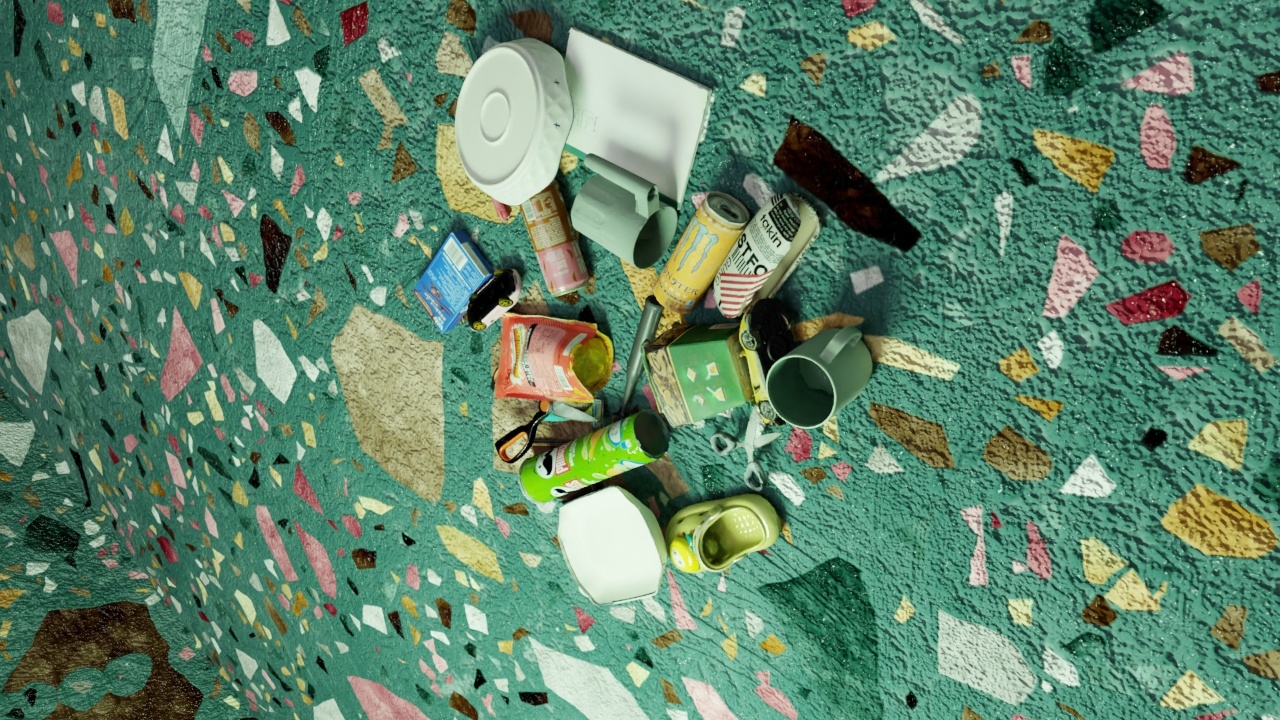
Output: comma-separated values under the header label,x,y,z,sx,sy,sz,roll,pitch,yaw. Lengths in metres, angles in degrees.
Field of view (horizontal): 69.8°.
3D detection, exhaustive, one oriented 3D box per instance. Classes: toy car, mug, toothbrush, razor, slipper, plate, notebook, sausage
label,x,y,z,sx,sy,sz,roll,pitch,yaw
toy car,0.151,0.001,1.046,0.041,0.071,0.156,7,120,52
mug,-0.021,-0.181,1.090,0.103,0.083,0.124,33,151,26
mug,0.202,0.006,0.987,0.082,0.106,0.112,40,130,19
toothbrush,-0.007,0.007,1.214,0.026,0.027,0.213,-111,32,-48
razor,-0.102,0.078,1.323,0.133,0.028,0.043,-5,82,41
slipper,0.094,0.232,1.200,0.191,0.081,0.091,-30,87,41
plate,-0.166,-0.301,1.149,0.205,0.045,0.205,1,91,45
notebook,-0.018,-0.289,1.095,0.209,0.012,0.151,32,128,24
toy car,-0.209,-0.087,1.322,0.123,0.037,0.056,-34,57,39
plate,-0.039,0.265,1.320,0.267,0.034,0.162,-33,77,54
sausage,-0.210,-0.263,1.260,0.020,0.020,0.156,-9,104,41

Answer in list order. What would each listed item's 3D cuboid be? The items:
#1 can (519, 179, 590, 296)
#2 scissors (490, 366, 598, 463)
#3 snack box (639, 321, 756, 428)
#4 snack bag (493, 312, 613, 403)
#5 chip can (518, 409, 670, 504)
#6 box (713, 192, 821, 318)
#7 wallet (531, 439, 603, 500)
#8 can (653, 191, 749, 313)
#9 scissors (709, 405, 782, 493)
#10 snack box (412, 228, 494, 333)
label,x,y,z,sx,sy,sz,roll,pitch,yaw
can,-0.114,-0.161,1.202,0.058,0.057,0.147,-9,104,41
scissors,-0.148,0.073,1.340,0.221,0.021,0.224,37,110,36
snack box,0.082,0.007,1.094,0.106,0.118,0.117,-13,102,29
snack bag,-0.135,-0.002,1.288,0.208,0.073,0.128,4,96,43
chip can,-0.068,0.136,1.276,0.237,0.072,0.072,-25,93,37
box,0.143,-0.118,1.028,0.074,0.079,0.164,61,140,31
wallet,-0.112,0.165,1.379,0.122,0.020,0.096,-4,103,41
can,0.069,-0.123,1.070,0.058,0.058,0.146,44,131,15
scissors,0.130,0.105,1.114,0.172,0.014,0.159,20,142,53
snack box,-0.283,-0.117,1.382,0.084,0.026,0.158,53,133,7
